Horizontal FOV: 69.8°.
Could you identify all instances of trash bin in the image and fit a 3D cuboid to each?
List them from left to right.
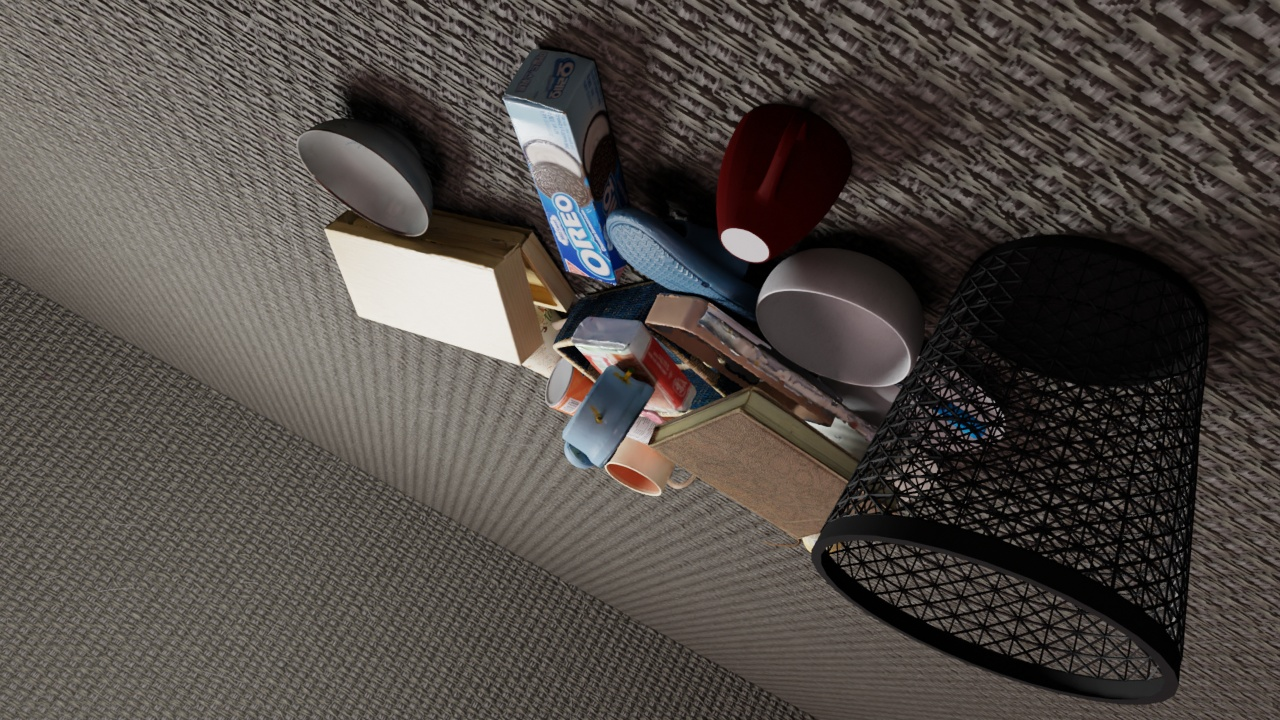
[{"bbox_3d":[0.261,0.063,0.612,0.217,0.242,0.217,24,157,10],"label":"trash bin"}]

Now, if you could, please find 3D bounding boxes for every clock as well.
[{"bbox_3d":[-0.034,0.054,0.850,0.051,0.088,0.125,33,154,-1],"label":"clock"}]

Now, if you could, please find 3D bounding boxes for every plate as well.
[{"bbox_3d":[0.251,0.031,0.850,0.173,0.019,0.173,24,157,10],"label":"plate"}]

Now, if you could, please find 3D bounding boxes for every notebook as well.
[{"bbox_3d":[0.120,0.115,0.910,0.215,0.034,0.191,33,144,-22],"label":"notebook"}]

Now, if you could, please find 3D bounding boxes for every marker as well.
[{"bbox_3d":[0.251,0.033,0.807,0.123,0.015,0.018,31,158,-4],"label":"marker"}]

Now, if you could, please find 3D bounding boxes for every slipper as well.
[{"bbox_3d":[0.057,-0.081,0.787,0.213,0.059,0.104,28,171,-37],"label":"slipper"}]

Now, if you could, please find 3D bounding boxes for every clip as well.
[{"bbox_3d":[0.007,0.042,0.969,0.059,0.038,0.022,18,159,20],"label":"clip"}]

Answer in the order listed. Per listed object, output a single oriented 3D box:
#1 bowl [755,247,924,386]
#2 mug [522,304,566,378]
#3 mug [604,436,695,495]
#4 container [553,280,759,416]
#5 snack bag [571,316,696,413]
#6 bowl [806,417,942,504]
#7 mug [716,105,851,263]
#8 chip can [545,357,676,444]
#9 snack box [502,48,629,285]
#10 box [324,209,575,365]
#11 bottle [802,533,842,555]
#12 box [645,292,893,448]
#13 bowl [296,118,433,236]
[{"bbox_3d":[0.164,-0.042,0.735,0.132,0.064,0.132,24,157,10],"label":"bowl"},{"bbox_3d":[-0.097,-0.025,1.080,0.122,0.080,0.097,-17,142,31],"label":"mug"},{"bbox_3d":[0.026,0.115,1.178,0.111,0.104,0.085,23,158,10],"label":"mug"},{"bbox_3d":[0.018,-0.010,0.961,0.145,0.071,0.188,40,155,-27],"label":"container"},{"bbox_3d":[-0.005,0.005,0.876,0.077,0.036,0.116,6,149,40],"label":"snack bag"},{"bbox_3d":[0.225,0.122,0.980,0.177,0.070,0.177,24,165,7],"label":"bowl"},{"bbox_3d":[0.090,-0.119,0.623,0.087,0.088,0.114,25,158,7],"label":"mug"},{"bbox_3d":[-0.007,0.060,1.090,0.210,0.062,0.062,23,162,-26],"label":"chip can"},{"bbox_3d":[-0.051,-0.151,0.760,0.059,0.059,0.227,17,155,17],"label":"snack box"},{"bbox_3d":[-0.209,-0.107,1.014,0.249,0.122,0.141,15,131,29],"label":"box"},{"bbox_3d":[0.226,0.199,1.192,0.057,0.056,0.162,14,154,30],"label":"bottle"},{"bbox_3d":[0.118,0.015,0.818,0.216,0.058,0.154,32,174,-34],"label":"box"},{"bbox_3d":[-0.259,-0.192,0.907,0.151,0.056,0.151,24,158,10],"label":"bowl"}]
